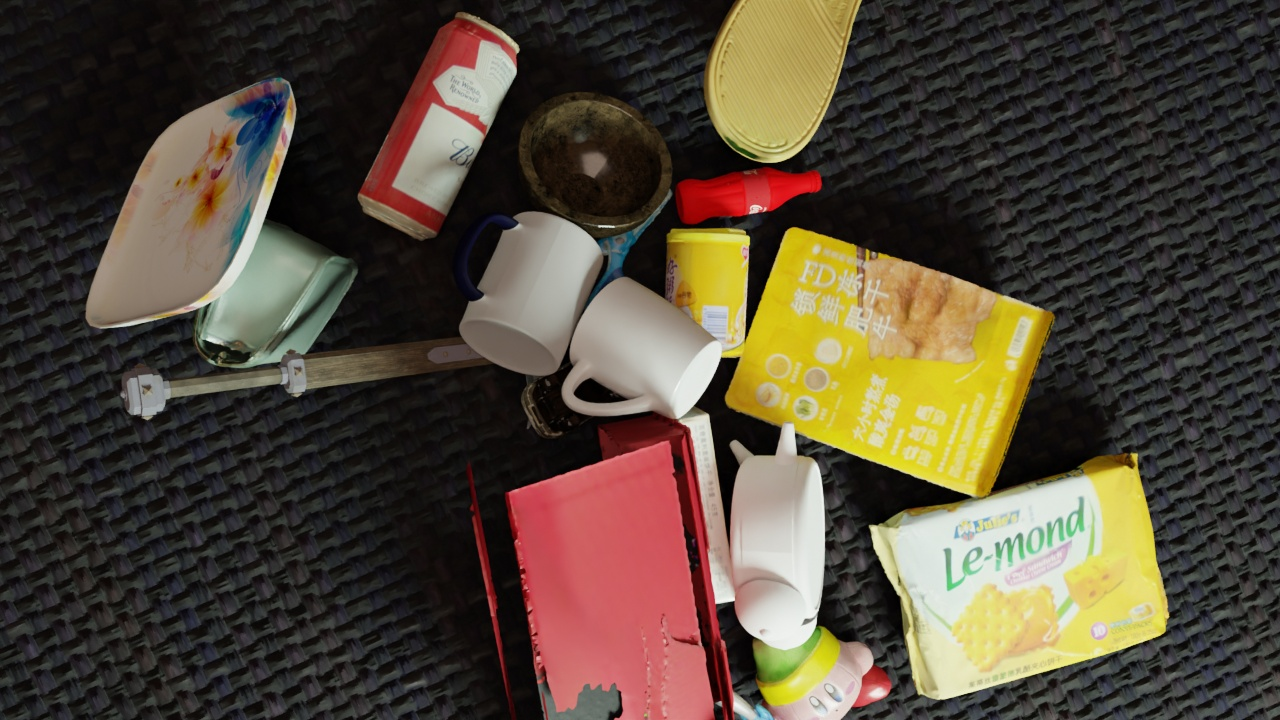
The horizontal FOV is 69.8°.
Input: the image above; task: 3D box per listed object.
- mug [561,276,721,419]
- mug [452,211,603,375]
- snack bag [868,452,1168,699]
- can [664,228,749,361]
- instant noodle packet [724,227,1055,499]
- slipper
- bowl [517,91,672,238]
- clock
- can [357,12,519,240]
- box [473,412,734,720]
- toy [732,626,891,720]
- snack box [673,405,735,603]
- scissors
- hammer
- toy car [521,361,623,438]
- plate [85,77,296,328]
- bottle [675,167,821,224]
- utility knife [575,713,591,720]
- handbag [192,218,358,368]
[{"bbox_3d":[-0.004,0.004,0.680,0.088,0.081,0.114,32,61,20],"label":"mug"},{"bbox_3d":[-0.091,-0.058,0.680,0.112,0.079,0.096,42,58,-37],"label":"mug"},{"bbox_3d":[0.326,0.180,0.785,0.247,0.068,0.159,-14,94,-5],"label":"snack bag"},{"bbox_3d":[0.052,-0.053,0.743,0.067,0.067,0.105,2,94,-6],"label":"can"},{"bbox_3d":[0.198,-0.001,0.763,0.221,0.084,0.163,20,92,-1],"label":"instant noodle packet"},{"bbox_3d":[0.119,-0.267,0.736,0.099,0.078,0.263,28,74,-7],"label":"slipper"},{"bbox_3d":[-0.041,-0.145,0.728,0.121,0.056,0.121,6,67,-15],"label":"bowl"},{"bbox_3d":[0.102,0.140,0.724,0.073,0.125,0.160,-1,68,18],"label":"clock"},{"bbox_3d":[-0.156,-0.180,0.715,0.067,0.067,0.170,26,90,-7],"label":"can"},{"bbox_3d":[0.006,0.158,0.635,0.124,0.315,0.211,-8,95,14],"label":"box"},{"bbox_3d":[0.126,0.259,0.775,0.124,0.096,0.131,-39,115,4],"label":"toy"},{"bbox_3d":[0.048,0.114,0.746,0.026,0.082,0.150,-10,95,-6],"label":"snack box"},{"bbox_3d":[-0.013,-0.090,0.764,0.141,0.014,0.090,-44,95,-3],"label":"scissors"},{"bbox_3d":[-0.196,-0.002,0.658,0.316,0.028,0.147,-9,93,-40],"label":"hammer"},{"bbox_3d":[-0.052,0.026,0.733,0.041,0.112,0.048,-25,93,41],"label":"toy car"},{"bbox_3d":[-0.319,-0.109,0.657,0.187,0.016,0.186,-7,63,32],"label":"plate"},{"bbox_3d":[0.090,-0.139,0.757,0.119,0.036,0.036,-10,94,-5],"label":"bottle"},{"bbox_3d":[-0.101,0.347,0.780,0.209,0.015,0.031,-27,96,-2],"label":"utility knife"},{"bbox_3d":[-0.274,-0.047,0.684,0.067,0.122,0.106,30,90,-7],"label":"handbag"}]
